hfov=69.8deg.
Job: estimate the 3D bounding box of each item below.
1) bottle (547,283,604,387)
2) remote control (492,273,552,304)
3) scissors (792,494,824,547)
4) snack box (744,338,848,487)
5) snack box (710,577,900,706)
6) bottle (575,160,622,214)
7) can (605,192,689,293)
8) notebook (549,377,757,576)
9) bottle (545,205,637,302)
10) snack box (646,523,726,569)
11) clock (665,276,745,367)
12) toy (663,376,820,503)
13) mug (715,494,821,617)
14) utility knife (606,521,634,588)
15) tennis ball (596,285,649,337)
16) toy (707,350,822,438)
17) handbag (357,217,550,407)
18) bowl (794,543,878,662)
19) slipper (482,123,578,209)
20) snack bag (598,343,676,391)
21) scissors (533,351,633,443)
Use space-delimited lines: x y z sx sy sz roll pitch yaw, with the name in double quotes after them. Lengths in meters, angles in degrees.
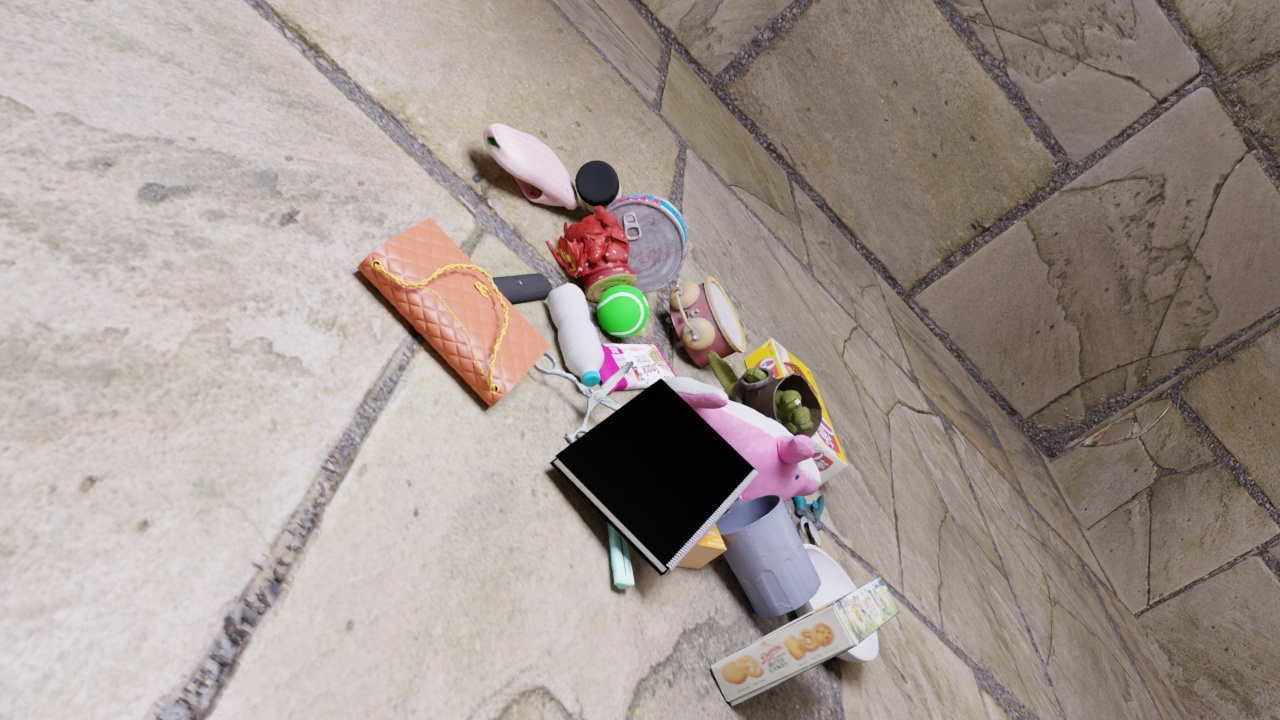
-0.071 -0.027 1.028 0.044 0.044 0.136 28 32 -43 "bottle"
-0.141 -0.080 1.015 0.033 0.015 0.146 54 23 7 "remote control"
0.228 0.196 1.278 0.124 0.019 0.154 56 22 14 "scissors"
0.237 0.078 1.419 0.110 0.062 0.229 37 26 -30 "snack box"
0.161 0.267 0.880 0.144 0.145 0.042 6 53 -60 "snack box"
-0.056 -0.238 1.322 0.059 0.059 0.181 52 1 3 "bottle"
-0.001 -0.159 1.248 0.130 0.130 0.044 46 23 -11 "can"
0.022 0.108 0.916 0.149 0.016 0.206 44 36 9 "notebook"
-0.060 -0.138 1.172 0.098 0.099 0.111 14 53 -55 "bottle"
0.025 0.146 0.947 0.088 0.040 0.125 22 36 -49 "snack box"
0.081 -0.053 1.300 0.158 0.081 0.117 25 44 -63 "clock"
0.115 0.117 1.101 0.265 0.127 0.187 38 -19 -27 "toy"
0.132 0.207 0.999 0.104 0.084 0.124 62 -5 -5 "mug"
-0.026 0.154 0.881 0.022 0.015 0.165 30 27 -27 "utility knife"
-0.022 -0.061 1.144 0.065 0.065 0.065 40 25 -23 "tennis ball"
0.167 0.064 1.217 0.078 0.153 0.179 -45 113 -28 "toy"
-0.170 -0.048 0.862 0.172 0.060 0.108 47 27 -7 "handbag"
0.216 0.291 1.077 0.149 0.043 0.149 40 25 -23 "bowl"
-0.144 -0.252 1.222 0.106 0.056 0.221 59 15 14 "slipper"
-0.007 0.007 1.133 0.070 0.016 0.196 59 24 16 "snack bag"
-0.058 0.033 0.953 0.175 0.014 0.141 31 48 -15 "scissors"
